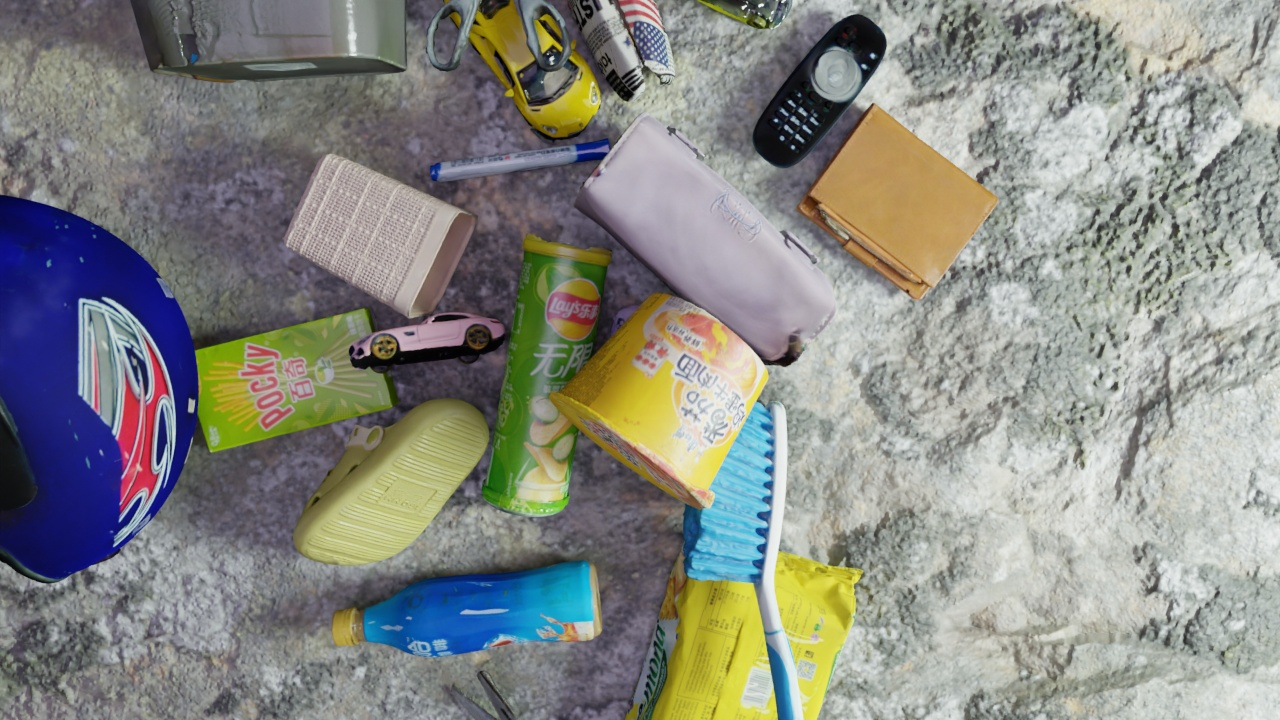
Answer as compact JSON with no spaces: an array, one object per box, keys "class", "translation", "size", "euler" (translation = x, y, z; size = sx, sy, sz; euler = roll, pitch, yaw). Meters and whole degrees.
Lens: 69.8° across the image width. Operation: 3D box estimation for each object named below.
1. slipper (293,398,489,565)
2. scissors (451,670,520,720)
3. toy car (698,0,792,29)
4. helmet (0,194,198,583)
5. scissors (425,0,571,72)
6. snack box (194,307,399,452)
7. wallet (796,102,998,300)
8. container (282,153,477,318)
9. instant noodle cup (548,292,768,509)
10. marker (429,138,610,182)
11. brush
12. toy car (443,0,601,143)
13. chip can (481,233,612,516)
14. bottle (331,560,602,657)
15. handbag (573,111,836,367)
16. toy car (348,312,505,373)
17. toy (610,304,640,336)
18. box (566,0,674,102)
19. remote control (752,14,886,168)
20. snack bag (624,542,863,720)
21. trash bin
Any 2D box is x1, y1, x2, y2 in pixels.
[{"class":"slipper","translation":[-0.200,0.089,0.741],"size":[0.191,0.081,0.091],"euler":[-43,133,15]},{"class":"scissors","translation":[-0.072,0.357,0.784],"size":[0.222,0.015,0.190],"euler":[13,120,24]},{"class":"toy car","translation":[0.069,-0.296,0.720],"size":[0.105,0.032,0.048],"euler":[18,96,-15]},{"class":"helmet","translation":[-0.446,0.044,0.646],"size":[0.240,0.247,0.316],"euler":[8,106,-20]},{"class":"scissors","translation":[-0.109,-0.290,0.683],"size":[0.159,0.014,0.181],"euler":[-35,92,9]},{"class":"snack box","translation":[-0.286,0.016,0.751],"size":[0.156,0.026,0.086],"euler":[-13,97,0]},{"class":"wallet","translation":[0.208,-0.127,0.745],"size":[0.132,0.031,0.108],"euler":[35,92,-5]},{"class":"container","translation":[-0.200,-0.098,0.709],"size":[0.111,0.090,0.090],"euler":[26,96,-2]},{"class":"instant noodle cup","translation":[0.020,0.025,0.672],"size":[0.138,0.138,0.109],"euler":[38,79,-6]},{"class":"marker","translation":[-0.096,-0.160,0.739],"size":[0.146,0.017,0.017],"euler":[-8,97,-1]},{"class":"brush","translation":[0.084,0.172,0.715],"size":[0.109,0.061,0.314],"euler":[11,70,-12]},{"class":"toy car","translation":[-0.090,-0.245,0.717],"size":[0.071,0.041,0.156],"euler":[-35,98,3]},{"class":"chip can","translation":[-0.076,0.014,0.734],"size":[0.072,0.072,0.221],"euler":[11,97,-3]},{"class":"bottle","translation":[-0.143,0.209,0.760],"size":[0.218,0.065,0.065],"euler":[-6,97,-1]},{"class":"handbag","translation":[0.049,-0.087,0.688],"size":[0.197,0.145,0.098],"euler":[42,96,-7]},{"class":"toy car","translation":[-0.167,-0.016,0.725],"size":[0.122,0.056,0.037],"euler":[-8,77,-21]},{"class":"toy","translation":[-0.004,0.004,0.752],"size":[0.084,0.039,0.108],"euler":[18,98,16]},{"class":"box","translation":[-0.014,-0.286,0.702],"size":[0.081,0.075,0.163],"euler":[-23,95,-8]},{"class":"remote control","translation":[0.142,-0.214,0.735],"size":[0.053,0.024,0.136],"euler":[39,93,-4]},{"class":"snack bag","translation":[0.083,0.271,0.773],"size":[0.158,0.068,0.246],"euler":[17,95,-4]},{"class":"trash bin","translation":[-0.260,-0.313,0.634],"size":[0.199,0.198,0.220],"euler":[-3,103,-2]}]
